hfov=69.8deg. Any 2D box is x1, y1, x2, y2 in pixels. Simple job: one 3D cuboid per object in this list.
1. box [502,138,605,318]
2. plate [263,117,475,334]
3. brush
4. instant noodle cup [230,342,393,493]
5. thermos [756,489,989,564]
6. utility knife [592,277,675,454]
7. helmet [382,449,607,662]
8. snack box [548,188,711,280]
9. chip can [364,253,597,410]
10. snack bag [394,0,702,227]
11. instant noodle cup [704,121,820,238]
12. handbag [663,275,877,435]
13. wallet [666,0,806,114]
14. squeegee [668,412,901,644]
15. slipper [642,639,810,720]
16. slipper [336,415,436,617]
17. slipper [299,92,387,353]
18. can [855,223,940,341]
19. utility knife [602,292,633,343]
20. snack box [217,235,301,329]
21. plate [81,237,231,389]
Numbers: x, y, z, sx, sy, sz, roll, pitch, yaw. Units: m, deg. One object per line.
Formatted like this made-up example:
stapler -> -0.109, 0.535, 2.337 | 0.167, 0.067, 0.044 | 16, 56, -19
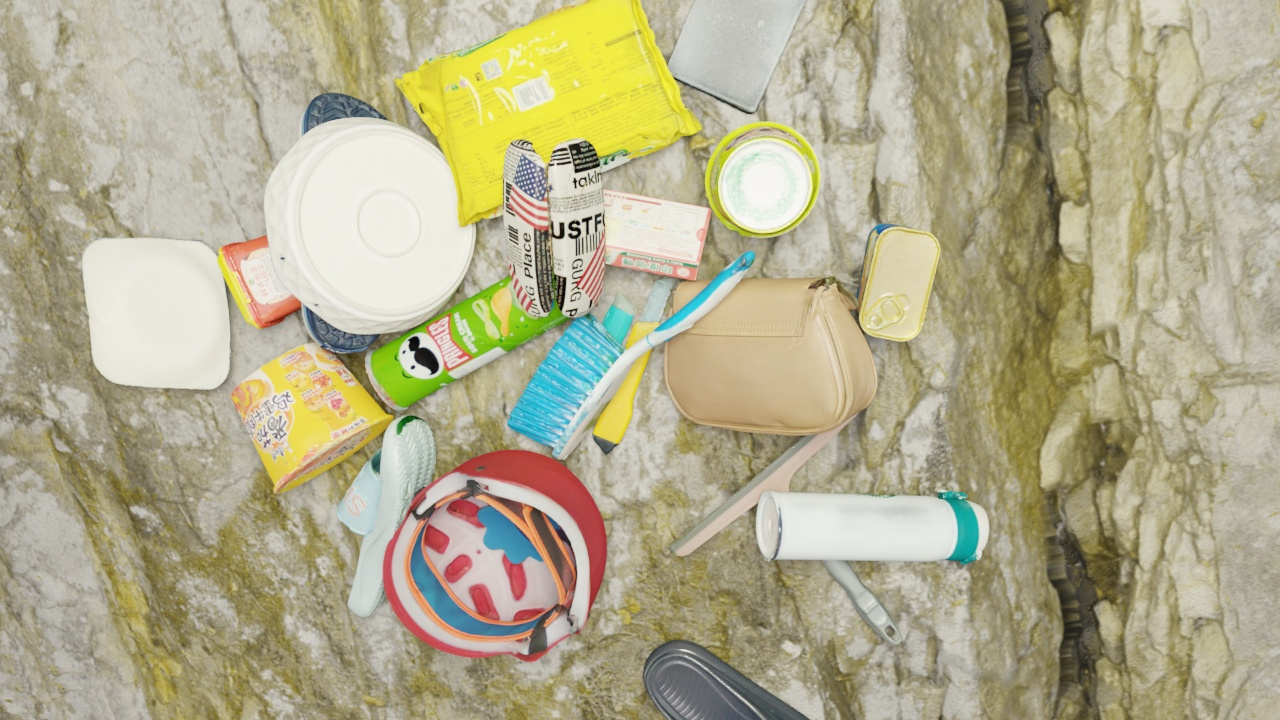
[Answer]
box -> -0.083, -0.120, 0.831 | 0.086, 0.075, 0.162 | 16, 121, 29
plate -> -0.245, -0.128, 0.867 | 0.204, 0.046, 0.205 | -2, 94, -35
brush -> -0.018, -0.014, 0.876 | 0.109, 0.060, 0.315 | 42, 121, 12
instant noodle cup -> -0.343, 0.053, 0.947 | 0.138, 0.138, 0.110 | -34, 89, 13
thermos -> 0.230, 0.162, 0.902 | 0.224, 0.073, 0.073 | 3, 104, -11
utility knife -> -0.006, 0.006, 0.945 | 0.033, 0.015, 0.202 | 22, 106, 3
helmet -> -0.137, 0.190, 0.945 | 0.241, 0.143, 0.207 | -32, 99, 28
snack box -> -0.015, -0.127, 0.885 | 0.156, 0.076, 0.027 | 11, 144, 5
chip can -> -0.161, -0.031, 0.929 | 0.236, 0.072, 0.072 | -27, 98, 12
snack bag -> -0.085, -0.240, 0.850 | 0.246, 0.068, 0.158 | -23, 100, 0
instant noodle cup -> 0.111, -0.161, 0.835 | 0.112, 0.123, 0.112 | 2, 104, 7
handbag -> 0.119, -0.008, 0.863 | 0.205, 0.099, 0.148 | 4, 111, 39
wallet -> 0.089, -0.305, 0.860 | 0.097, 0.019, 0.121 | 25, 107, 1
squeegee -> 0.194, 0.200, 0.953 | 0.247, 0.040, 0.249 | -39, 101, -3
slipper -> 0.111, 0.416, 0.994 | 0.268, 0.083, 0.111 | 39, 107, -1
slipper -> -0.278, 0.162, 0.978 | 0.074, 0.103, 0.246 | 21, 111, 4
slipper -> -0.293, -0.133, 0.916 | 0.095, 0.105, 0.252 | -2, 87, 53
can -> 0.237, -0.077, 0.859 | 0.057, 0.083, 0.102 | 10, 104, 5
utility knife -> -0.050, 0.015, 0.955 | 0.029, 0.013, 0.183 | 27, 104, 4
snack box -> -0.374, -0.087, 0.942 | 0.080, 0.082, 0.091 | -21, 100, 2
plate -> -0.514, -0.052, 0.990 | 0.164, 0.034, 0.164 | 3, 103, 6
